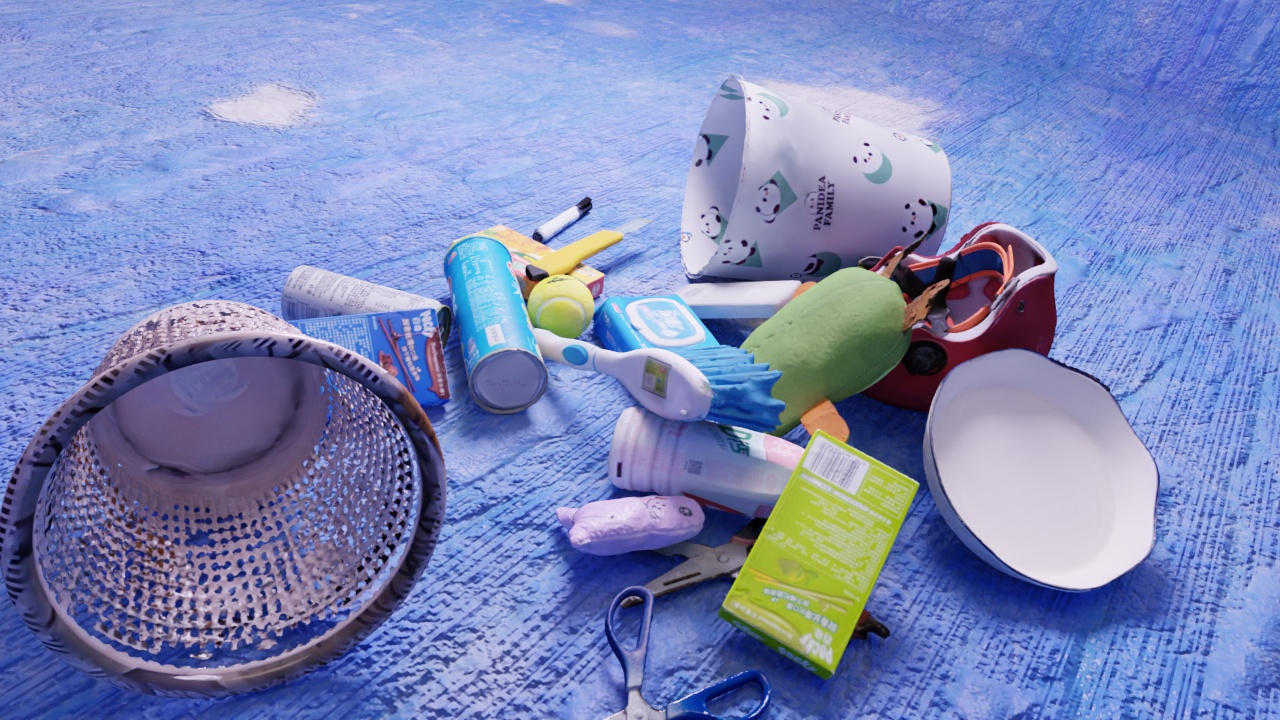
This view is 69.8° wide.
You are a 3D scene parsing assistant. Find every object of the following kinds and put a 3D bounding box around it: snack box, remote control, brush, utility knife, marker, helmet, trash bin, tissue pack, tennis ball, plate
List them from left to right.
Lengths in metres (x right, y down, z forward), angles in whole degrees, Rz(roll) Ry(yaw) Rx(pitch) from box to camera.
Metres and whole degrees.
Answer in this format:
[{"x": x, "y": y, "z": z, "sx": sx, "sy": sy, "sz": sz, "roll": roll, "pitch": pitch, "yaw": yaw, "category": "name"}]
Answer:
[{"x": -0.260, "y": 0.059, "z": 0.577, "sx": 0.227, "sy": 0.228, "sz": 0.192, "roll": -9, "pitch": 26, "yaw": -27, "category": "trash bin"}, {"x": -0.243, "y": 0.006, "z": 0.764, "sx": 0.157, "sy": 0.026, "sz": 0.084, "roll": -8, "pitch": 80, "yaw": -26, "category": "snack box"}, {"x": -0.123, "y": -0.101, "z": 1.001, "sx": 0.156, "sy": 0.027, "sz": 0.076, "roll": 28, "pitch": 36, "yaw": 25, "category": "snack box"}, {"x": -0.078, "y": -0.051, "z": 0.904, "sx": 0.065, "sy": 0.066, "sz": 0.065, "roll": 7, "pitch": 33, "yaw": -5, "category": "tennis ball"}, {"x": -0.094, "y": -0.173, "z": 1.124, "sx": 0.018, "sy": 0.023, "sz": 0.130, "roll": 26, "pitch": 35, "yaw": 13, "category": "marker"}, {"x": -0.051, "y": -0.126, "z": 1.018, "sx": 0.033, "sy": 0.015, "sz": 0.218, "roll": 27, "pitch": 38, "yaw": 26, "category": "utility knife"}, {"x": -0.005, "y": 0.005, "z": 0.777, "sx": 0.109, "sy": 0.060, "sz": 0.315, "roll": 2, "pitch": 9, "yaw": -24, "category": "brush"}, {"x": 0.017, "y": -0.021, "z": 0.897, "sx": 0.094, "sy": 0.052, "sz": 0.157, "roll": -7, "pitch": 37, "yaw": -25, "category": "tissue pack"}, {"x": 0.093, "y": -0.061, "z": 0.951, "sx": 0.150, "sy": 0.021, "sz": 0.058, "roll": 2, "pitch": 29, "yaw": 41, "category": "remote control"}, {"x": 0.197, "y": -0.186, "z": 1.059, "sx": 0.251, "sy": 0.230, "sz": 0.229, "roll": 9, "pitch": 33, "yaw": -13, "category": "trash bin"}, {"x": 0.127, "y": 0.132, "z": 0.644, "sx": 0.086, "sy": 0.026, "sz": 0.156, "roll": 28, "pitch": 63, "yaw": 11, "category": "snack box"}, {"x": 0.286, "y": -0.023, "z": 0.896, "sx": 0.240, "sy": 0.144, "sz": 0.206, "roll": -15, "pitch": 23, "yaw": 14, "category": "helmet"}, {"x": 0.323, "y": 0.090, "z": 0.754, "sx": 0.204, "sy": 0.046, "sz": 0.204, "roll": 6, "pitch": 61, "yaw": -12, "category": "plate"}]

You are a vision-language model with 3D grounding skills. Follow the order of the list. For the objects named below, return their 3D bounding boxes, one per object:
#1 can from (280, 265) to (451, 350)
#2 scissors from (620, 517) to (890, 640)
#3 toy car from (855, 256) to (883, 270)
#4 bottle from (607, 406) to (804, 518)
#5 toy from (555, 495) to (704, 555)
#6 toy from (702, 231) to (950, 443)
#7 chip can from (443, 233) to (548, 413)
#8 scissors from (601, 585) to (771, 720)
[{"x": -0.254, "y": -0.043, "z": 0.849, "sx": 0.147, "sy": 0.058, "sz": 0.058, "roll": 15, "pitch": 33, "yaw": 7, "category": "can"}, {"x": 0.083, "y": 0.149, "z": 0.690, "sx": 0.226, "sy": 0.015, "sz": 0.188, "roll": 19, "pitch": 33, "yaw": 16, "category": "scissors"}, {"x": 0.248, "y": -0.069, "z": 1.000, "sx": 0.042, "sy": 0.090, "sz": 0.035, "roll": 3, "pitch": 15, "yaw": -7, "category": "toy car"}, {"x": 0.076, "y": 0.087, "z": 0.720, "sx": 0.197, "sy": 0.068, "sz": 0.068, "roll": 12, "pitch": 33, "yaw": 12, "category": "bottle"}, {"x": -0.006, "y": 0.119, "z": 0.674, "sx": 0.108, "sy": 0.039, "sz": 0.084, "roll": -6, "pitch": 9, "yaw": -15, "category": "toy"}, {"x": 0.156, "y": -0.010, "z": 0.782, "sx": 0.090, "sy": 0.247, "sz": 0.226, "roll": 42, "pitch": 28, "yaw": -21, "category": "toy"}, {"x": -0.140, "y": -0.040, "z": 0.865, "sx": 0.071, "sy": 0.071, "sz": 0.210, "roll": -2, "pitch": 36, "yaw": -18, "category": "chip can"}, {"x": 0.006, "y": 0.211, "z": 0.572, "sx": 0.175, "sy": 0.012, "sz": 0.162, "roll": 0, "pitch": 43, "yaw": -19, "category": "scissors"}]
